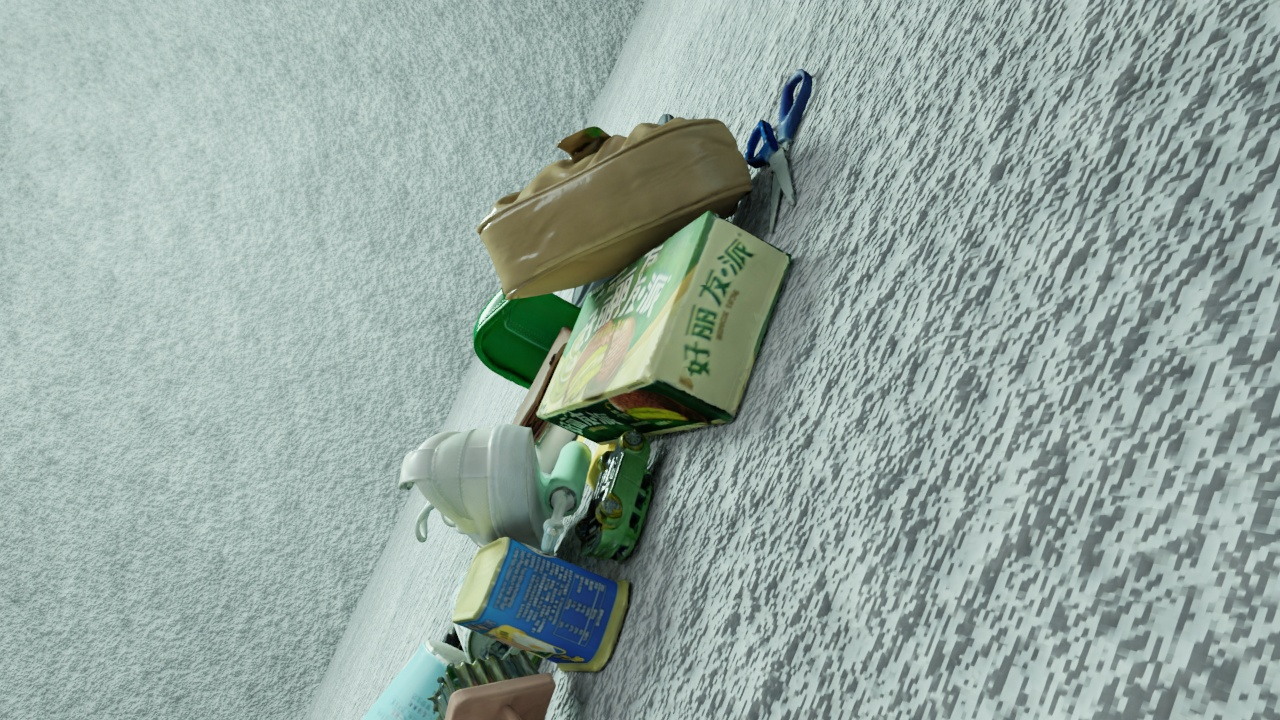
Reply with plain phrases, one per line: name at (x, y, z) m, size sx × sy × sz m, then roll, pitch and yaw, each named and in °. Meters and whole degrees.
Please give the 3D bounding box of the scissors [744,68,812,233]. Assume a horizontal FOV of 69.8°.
scissors at (0.096, -0.145, 0.674) m, size 0.141 × 0.012 × 0.170 m, roll -28°, pitch 39°, yaw 66°

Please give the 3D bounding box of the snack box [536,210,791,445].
snack box at (0.005, -0.009, 0.635) m, size 0.114 × 0.063 × 0.240 m, roll -68°, pitch 16°, yaw -16°

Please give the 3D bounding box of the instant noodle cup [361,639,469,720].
instant noodle cup at (-0.157, 0.279, 0.679) m, size 0.120 × 0.111 × 0.111 m, roll -57°, pitch 12°, yaw -11°

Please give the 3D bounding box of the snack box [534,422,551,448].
snack box at (-0.103, 0.074, 0.997) m, size 0.156 × 0.027 × 0.076 m, roll -56°, pitch 16°, yaw 32°

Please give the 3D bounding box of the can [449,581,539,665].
can at (-0.116, 0.208, 0.726) m, size 0.058 × 0.058 × 0.147 m, roll -66°, pitch 13°, yaw -10°

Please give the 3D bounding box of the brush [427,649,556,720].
brush at (-0.095, 0.246, 0.545) m, size 0.073 × 0.063 × 0.146 m, roll 46°, pitch 126°, yaw 46°

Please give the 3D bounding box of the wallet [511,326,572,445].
wallet at (-0.094, 0.026, 0.930) m, size 0.124 × 0.032 × 0.101 m, roll -61°, pitch 11°, yaw 0°

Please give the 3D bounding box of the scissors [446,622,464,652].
scissors at (-0.185, 0.291, 0.916) m, size 0.235 × 0.021 × 0.220 m, roll -59°, pitch 13°, yaw 16°

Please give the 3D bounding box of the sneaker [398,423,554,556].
sneaker at (-0.110, 0.110, 0.662) m, size 0.242 × 0.091 × 0.089 m, roll 86°, pitch -177°, yaw -67°

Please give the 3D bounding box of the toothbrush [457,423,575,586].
toothbrush at (-0.124, 0.143, 0.911) m, size 0.221 × 0.027 × 0.026 m, roll -57°, pitch 1°, yaw 9°

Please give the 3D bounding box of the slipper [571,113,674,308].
slipper at (-0.037, -0.187, 1.123) m, size 0.268 × 0.083 × 0.110 m, roll -64°, pitch 15°, yaw 7°

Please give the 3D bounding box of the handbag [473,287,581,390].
handbag at (-0.112, -0.033, 1.012) m, size 0.120 × 0.131 × 0.067 m, roll -53°, pitch 20°, yaw 29°

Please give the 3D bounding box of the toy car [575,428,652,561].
toy car at (-0.014, 0.088, 0.602) m, size 0.043 × 0.036 × 0.091 m, roll -49°, pitch 22°, yaw 52°

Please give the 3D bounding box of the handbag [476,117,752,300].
handbag at (-0.018, -0.119, 0.691) m, size 0.205 × 0.100 × 0.147 m, roll -21°, pitch 1°, yaw 19°

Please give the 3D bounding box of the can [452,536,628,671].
can at (-0.065, 0.153, 0.574) m, size 0.102 × 0.083 × 0.057 m, roll -38°, pitch 29°, yaw 62°

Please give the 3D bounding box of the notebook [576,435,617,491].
notebook at (-0.005, 0.005, 0.784) m, size 0.206 × 0.010 × 0.146 m, roll -64°, pitch 13°, yaw 0°

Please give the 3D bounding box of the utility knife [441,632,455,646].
utility knife at (-0.209, 0.326, 0.885) m, size 0.033 × 0.015 × 0.154 m, roll -94°, pitch 29°, yaw -70°

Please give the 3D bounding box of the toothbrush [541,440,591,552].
toothbrush at (-0.052, 0.090, 0.643) m, size 0.224 × 0.026 × 0.027 m, roll -94°, pitch 21°, yaw -84°
